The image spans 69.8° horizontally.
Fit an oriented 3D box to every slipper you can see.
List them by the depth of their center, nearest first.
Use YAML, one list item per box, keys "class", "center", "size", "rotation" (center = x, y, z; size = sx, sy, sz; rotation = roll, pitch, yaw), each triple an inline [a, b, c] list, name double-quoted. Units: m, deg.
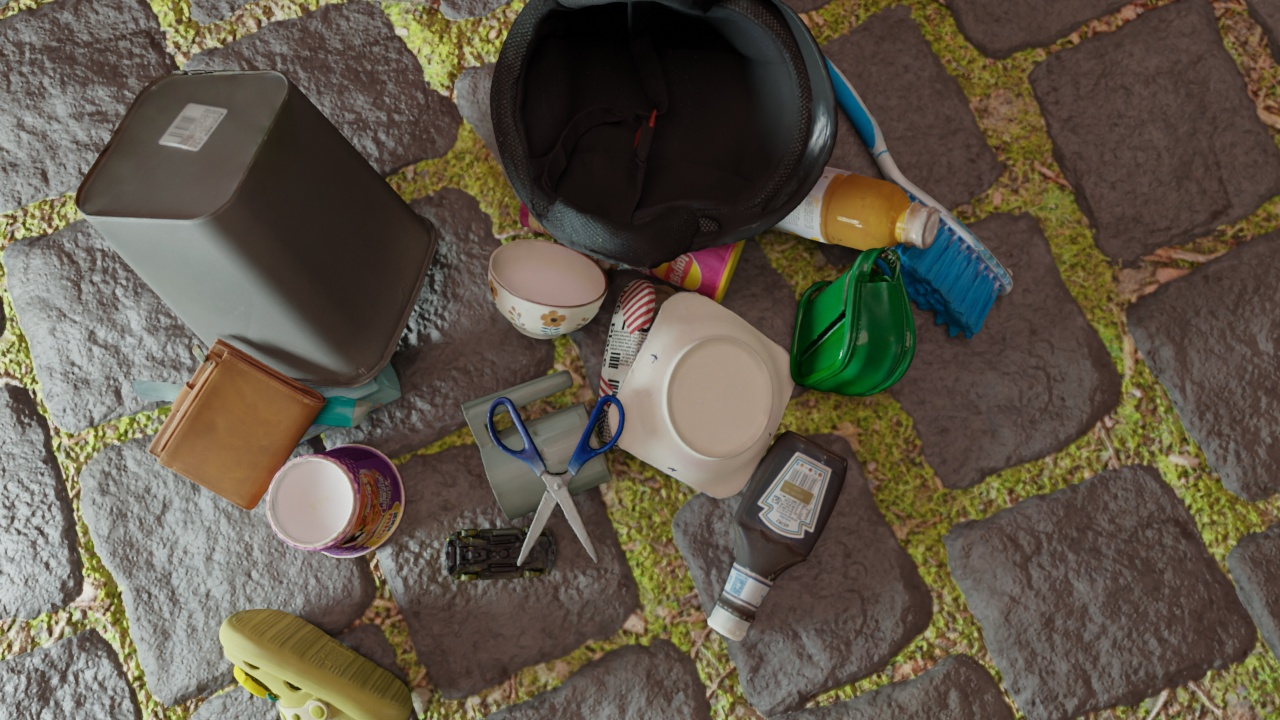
- class: "slipper"
  center: [-0.303, 0.297, 0.835]
  size: [0.190, 0.091, 0.081]
  rotation: [26, 86, 3]

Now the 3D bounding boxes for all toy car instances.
- class: "toy car"
  center: [-0.132, 0.183, 0.870]
  size: [0.105, 0.032, 0.048]
  rotation: [-1, 82, -9]

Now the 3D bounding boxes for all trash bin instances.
- class: "trash bin"
  center: [-0.323, -0.116, 0.790]
  size: [0.199, 0.220, 0.198]
  rotation: [5, 61, 19]

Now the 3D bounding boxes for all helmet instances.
- class: "helmet"
  center: [0.017, -0.208, 0.760]
  size: [0.275, 0.229, 0.234]
  rotation: [7, 113, -1]

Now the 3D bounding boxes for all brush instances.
- class: "brush"
  center: [0.240, -0.165, 0.891]
  size: [0.109, 0.060, 0.314]
  rotation: [-41, 80, -9]

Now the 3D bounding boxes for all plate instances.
- class: "plate"
  center: [0.067, 0.033, 0.842]
  size: [0.163, 0.034, 0.164]
  rotation: [30, 79, -21]

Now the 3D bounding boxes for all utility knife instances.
- class: "utility knife"
  center: [-0.354, 0.036, 0.833]
  size: [0.221, 0.013, 0.029]
  rotation: [7, 85, 1]

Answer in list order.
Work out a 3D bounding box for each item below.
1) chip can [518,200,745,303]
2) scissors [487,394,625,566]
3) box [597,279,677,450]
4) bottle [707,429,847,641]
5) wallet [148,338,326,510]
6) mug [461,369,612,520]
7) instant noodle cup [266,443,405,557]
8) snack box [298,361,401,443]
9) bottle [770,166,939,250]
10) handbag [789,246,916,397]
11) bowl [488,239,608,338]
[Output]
- class: "chip can"
  center: [-0.009, -0.125, 0.884]
  size: [0.210, 0.071, 0.071]
  rotation: [22, 84, 6]
- class: "scissors"
  center: [-0.074, 0.096, 0.806]
  size: [0.162, 0.012, 0.176]
  rotation: [41, 90, -2]
- class: "box"
  center: [-0.012, 0.004, 0.862]
  size: [0.075, 0.081, 0.163]
  rotation: [8, 89, 32]
- class: "bottle"
  center: [0.121, 0.165, 0.853]
  size: [0.080, 0.044, 0.194]
  rotation: [27, 85, 6]
- class: "wallet"
  center: [-0.362, 0.055, 0.806]
  size: [0.119, 0.035, 0.131]
  rotation: [35, 105, -14]
- class: "mug"
  center: [-0.093, 0.075, 0.845]
  size: [0.103, 0.083, 0.124]
  rotation: [-20, 116, -2]
- class: "instant noodle cup"
  center: [-0.286, 0.131, 0.851]
  size: [0.111, 0.099, 0.111]
  rotation: [0, 83, 2]
- class: "snack box"
  center: [-0.323, 0.044, 0.876]
  size: [0.175, 0.074, 0.051]
  rotation: [-24, 81, 0]
- class: "bottle"
  center: [0.178, -0.142, 0.845]
  size: [0.190, 0.068, 0.068]
  rotation: [21, 83, 33]
- class: "handbag"
  center: [0.192, -0.031, 0.834]
  size: [0.068, 0.131, 0.120]
  rotation: [10, 76, -11]
- class: "bowl"
  center: [-0.092, -0.060, 0.875]
  size: [0.113, 0.113, 0.062]
  rotation: [21, 125, 5]
